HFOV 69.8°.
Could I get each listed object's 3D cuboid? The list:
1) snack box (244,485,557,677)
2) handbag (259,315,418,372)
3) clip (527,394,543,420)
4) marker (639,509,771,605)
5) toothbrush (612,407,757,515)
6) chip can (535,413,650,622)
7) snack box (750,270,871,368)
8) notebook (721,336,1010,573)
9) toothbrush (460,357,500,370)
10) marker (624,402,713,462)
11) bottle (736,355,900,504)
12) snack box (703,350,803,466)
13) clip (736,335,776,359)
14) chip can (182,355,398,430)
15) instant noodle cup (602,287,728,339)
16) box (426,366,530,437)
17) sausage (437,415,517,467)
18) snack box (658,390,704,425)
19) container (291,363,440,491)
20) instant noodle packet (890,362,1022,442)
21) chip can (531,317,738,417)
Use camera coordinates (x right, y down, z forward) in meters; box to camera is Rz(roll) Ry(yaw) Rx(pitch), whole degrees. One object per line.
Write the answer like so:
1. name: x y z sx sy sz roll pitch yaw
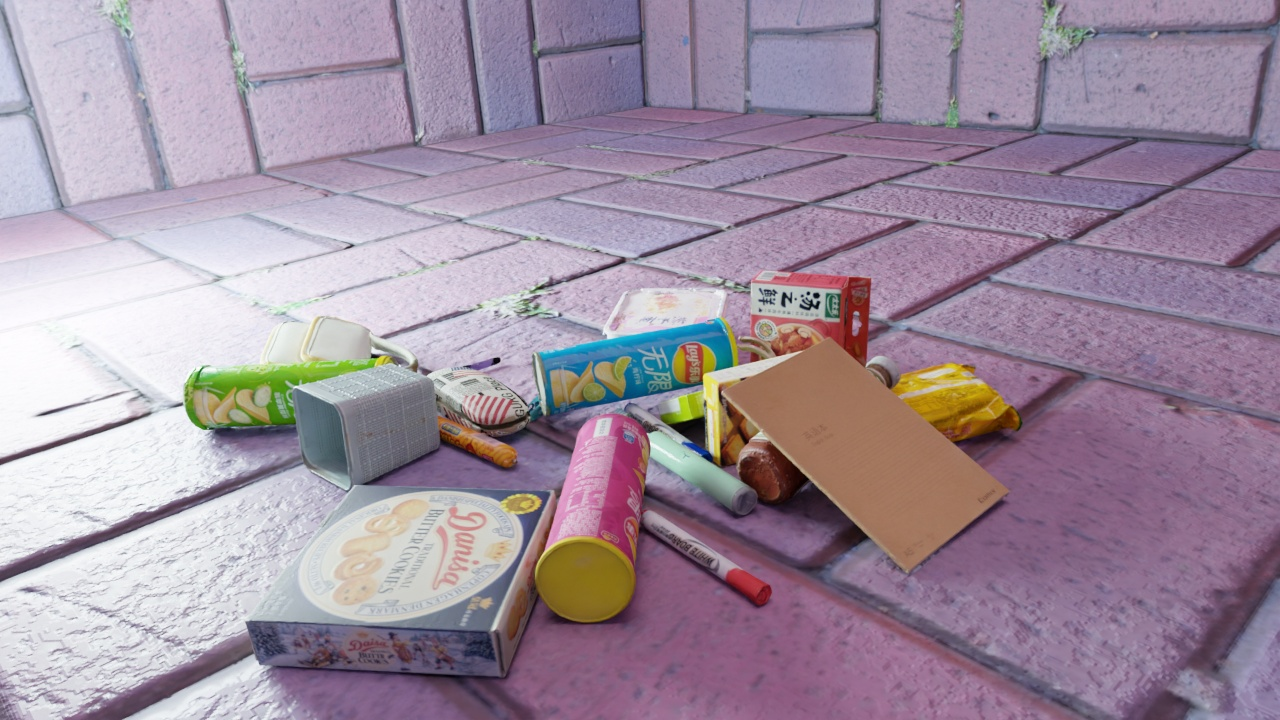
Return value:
1. snack box: -0.167 0.159 0.695 0.182 0.046 0.177 -1 23 9
2. handbag: -0.361 -0.006 1.116 0.178 0.063 0.163 -4 23 -10
3. clip: -0.109 0.050 0.995 0.049 0.015 0.056 9 26 24
4. marker: 0.046 0.151 0.720 0.017 0.017 0.145 -19 27 -33
5. toothbrush: 0.030 0.089 0.863 0.027 0.026 0.225 -37 34 -19
6. chip can: -0.032 0.118 0.743 0.071 0.071 0.210 -1 22 5
7. snack box: 0.190 -0.039 1.035 0.127 0.113 0.044 6 23 22
8. notebook: 0.190 0.071 0.781 0.149 0.012 0.211 -23 56 -36
9. toothbrush: -0.248 0.024 1.082 0.188 0.014 0.017 -19 15 -33
10. marker: 0.025 0.072 0.917 0.016 0.017 0.146 -15 25 -27
11. bottle: 0.171 0.055 0.841 0.060 0.060 0.205 18 40 42
12. snack box: 0.128 0.042 0.881 0.140 0.087 0.034 -13 24 -23
13. clip: 0.140 0.019 1.024 0.102 0.094 0.035 36 23 -5
14. chip can: -0.376 0.035 0.993 0.221 0.073 0.072 -2 22 2
15. instant noodle cup: 0.036 -0.037 1.126 0.138 0.060 0.173 1 24 10
16. box: -0.178 0.047 0.986 0.071 0.060 0.164 4 14 -38
17. sausage: -0.178 0.078 0.926 0.165 0.021 0.021 16 29 40
18. snack box: 0.104 0.035 0.936 0.156 0.026 0.086 -13 -5 -21
19. container: -0.265 0.060 0.901 0.090 0.090 0.111 16 26 39
20. instant noodle packet: 0.293 0.045 0.909 0.128 0.044 0.110 -10 29 -6
21. chip can: -0.006 0.006 0.977 0.210 0.071 0.071 -10 23 -13
